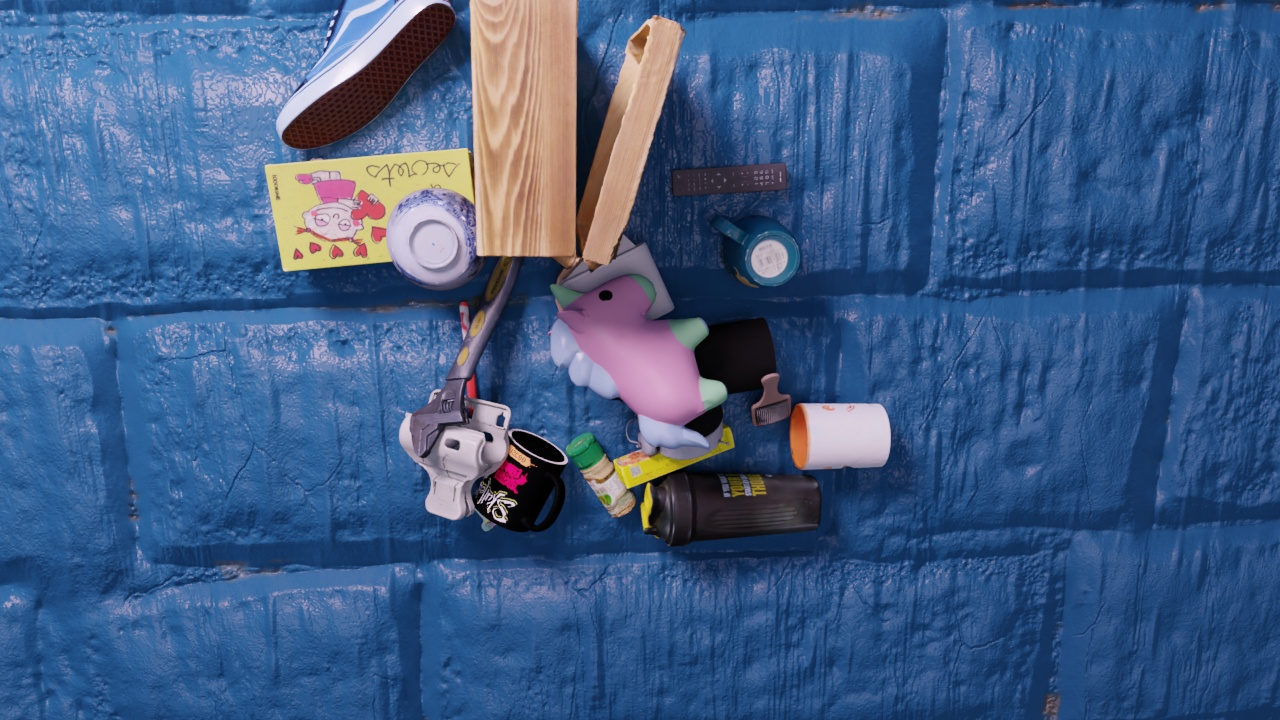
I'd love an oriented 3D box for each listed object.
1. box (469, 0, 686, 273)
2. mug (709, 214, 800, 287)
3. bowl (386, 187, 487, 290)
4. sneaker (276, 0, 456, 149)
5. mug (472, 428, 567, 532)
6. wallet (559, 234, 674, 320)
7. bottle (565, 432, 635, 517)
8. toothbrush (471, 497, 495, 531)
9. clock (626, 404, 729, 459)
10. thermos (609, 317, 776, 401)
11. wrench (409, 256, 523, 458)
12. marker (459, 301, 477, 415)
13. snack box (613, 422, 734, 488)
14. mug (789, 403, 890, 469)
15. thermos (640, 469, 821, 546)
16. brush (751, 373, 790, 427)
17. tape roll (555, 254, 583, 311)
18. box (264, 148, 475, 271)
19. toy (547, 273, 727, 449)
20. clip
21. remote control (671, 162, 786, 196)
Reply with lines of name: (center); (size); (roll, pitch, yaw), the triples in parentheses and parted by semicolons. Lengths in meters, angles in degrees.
box: (-0.070, -0.222, 0.941); (0.192, 0.279, 0.251); (2, 104, -7)
mug: (0.131, -0.132, 1.069); (0.112, 0.104, 0.084); (33, 99, -12)
bowl: (-0.221, -0.129, 0.994); (0.114, 0.045, 0.114); (-1, 104, -6)
sneaker: (-0.314, -0.336, 1.009); (0.241, 0.083, 0.098); (-39, 70, 11)
mug: (-0.137, 0.155, 1.114); (0.081, 0.118, 0.098); (17, 105, -49)
wallet: (-0.036, -0.088, 1.071); (0.118, 0.037, 0.115); (-26, 104, -2)
bottle: (-0.049, 0.145, 1.155); (0.043, 0.043, 0.111); (-32, 105, 3)
toothbrush: (-0.234, 0.154, 1.154); (0.022, 0.015, 0.155); (-37, 104, 3)
clock: (0.043, 0.080, 1.120); (0.123, 0.094, 0.035); (-7, 128, 4)
thermos: (0.056, 0.006, 1.106); (0.198, 0.086, 0.086); (-9, 104, -3)
wrench: (-0.198, -0.012, 1.070); (0.073, 0.022, 0.273); (17, 80, 31)
marker: (-0.209, -0.002, 1.120); (0.013, 0.012, 0.142); (-4, 104, -4)
snack box: (0.041, 0.116, 1.139); (0.148, 0.040, 0.029); (-20, 105, -14)
mug: (0.248, 0.095, 1.146); (0.105, 0.082, 0.082); (0, 104, -6)
thermos: (0.112, 0.184, 1.157); (0.220, 0.098, 0.098); (-1, 104, -11)
brush: (0.160, 0.051, 1.113); (0.050, 0.136, 0.015); (-17, 63, 0)
tape roll: (-0.056, -0.082, 1.105); (0.094, 0.027, 0.094); (-1, 104, -5)
box: (-0.293, -0.172, 1.038); (0.221, 0.079, 0.124); (-3, 103, -3)
toy: (-0.006, 0.006, 1.010); (0.171, 0.120, 0.222); (-15, 84, -13)
clip: (-0.228, 0.113, 1.081); (0.126, 0.101, 0.152); (12, 82, 31)
remote control: (0.105, -0.215, 1.092); (0.136, 0.015, 0.032); (-4, 104, -1)
